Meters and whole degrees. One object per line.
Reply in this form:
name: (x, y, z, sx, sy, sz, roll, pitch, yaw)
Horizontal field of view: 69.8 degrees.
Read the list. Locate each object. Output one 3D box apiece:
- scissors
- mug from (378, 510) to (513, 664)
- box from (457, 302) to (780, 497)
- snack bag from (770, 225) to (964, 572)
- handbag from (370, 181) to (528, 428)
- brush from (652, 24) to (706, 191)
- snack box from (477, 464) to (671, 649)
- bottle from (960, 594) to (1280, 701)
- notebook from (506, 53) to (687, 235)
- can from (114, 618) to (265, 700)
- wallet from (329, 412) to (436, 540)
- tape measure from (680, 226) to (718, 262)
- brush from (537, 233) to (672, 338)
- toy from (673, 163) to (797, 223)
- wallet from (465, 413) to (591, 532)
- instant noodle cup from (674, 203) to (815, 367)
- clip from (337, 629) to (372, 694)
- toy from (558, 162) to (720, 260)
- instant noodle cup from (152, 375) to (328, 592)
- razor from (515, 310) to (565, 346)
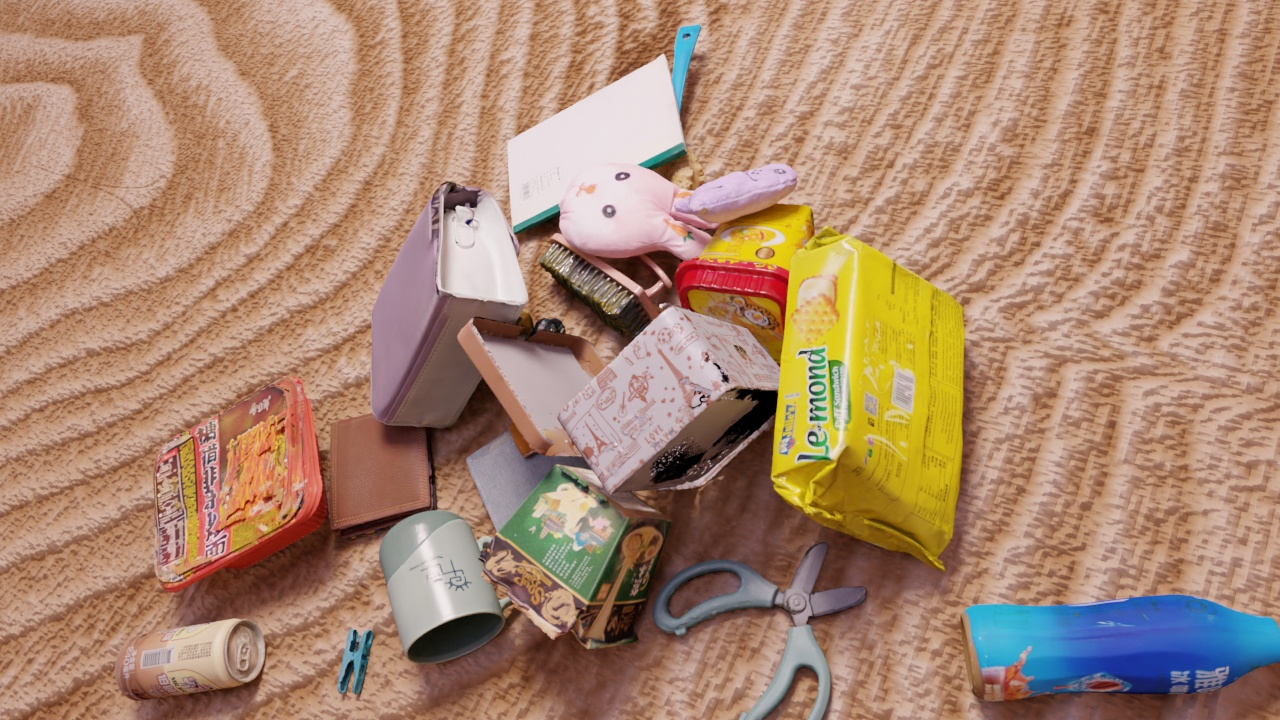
scissors: (0.095, 0.223, 0.707, 0.170, 0.019, 0.181, -11, 58, 11)
mug: (-0.158, 0.186, 0.781, 0.111, 0.082, 0.106, -11, 52, -24)
box: (-0.001, 0.003, 0.741, 0.158, 0.180, 0.197, -46, 65, 18)
snack bag: (0.184, 0.023, 0.708, 0.068, 0.158, 0.246, -27, 45, 51)
handbag: (-0.183, -0.047, 0.848, 0.198, 0.098, 0.144, -50, 47, 42)
brush: (0.037, -0.258, 0.976, 0.083, 0.046, 0.254, 0, 67, 22)
snack box: (-0.042, 0.147, 0.721, 0.118, 0.117, 0.105, 33, 94, 28)
bottle: (0.333, 0.192, 0.617, 0.219, 0.065, 0.065, -8, 59, 15)
notebook: (-0.054, -0.231, 0.985, 0.209, 0.012, 0.150, -22, 53, 20)
can: (-0.403, 0.268, 0.821, 0.116, 0.058, 0.058, -12, 59, 11)
wallet: (-0.246, 0.102, 0.883, 0.101, 0.032, 0.124, -15, 59, 6)
tape measure: (0.068, -0.110, 0.900, 0.058, 0.025, 0.054, -13, 60, 16)
brush: (-0.037, -0.087, 0.900, 0.146, 0.063, 0.073, 37, 82, 33)
toy: (0.086, -0.147, 0.808, 0.108, 0.039, 0.084, -20, 15, -8)
wallet: (-0.087, 0.091, 0.831, 0.129, 0.037, 0.106, -32, 57, -1)
instant noodle cup: (0.105, -0.074, 0.823, 0.116, 0.116, 0.123, 10, 53, 24)
clip: (-0.250, 0.262, 0.801, 0.045, 0.014, 0.056, -5, 59, 14)
toy: (0.001, -0.141, 0.879, 0.159, 0.054, 0.121, 11, 53, 5)
instant noodle cup: (-0.371, 0.119, 0.875, 0.189, 0.079, 0.164, -29, 56, 12)
razor: (-0.140, -0.040, 0.919, 0.167, 0.062, 0.067, 29, 43, 35)
